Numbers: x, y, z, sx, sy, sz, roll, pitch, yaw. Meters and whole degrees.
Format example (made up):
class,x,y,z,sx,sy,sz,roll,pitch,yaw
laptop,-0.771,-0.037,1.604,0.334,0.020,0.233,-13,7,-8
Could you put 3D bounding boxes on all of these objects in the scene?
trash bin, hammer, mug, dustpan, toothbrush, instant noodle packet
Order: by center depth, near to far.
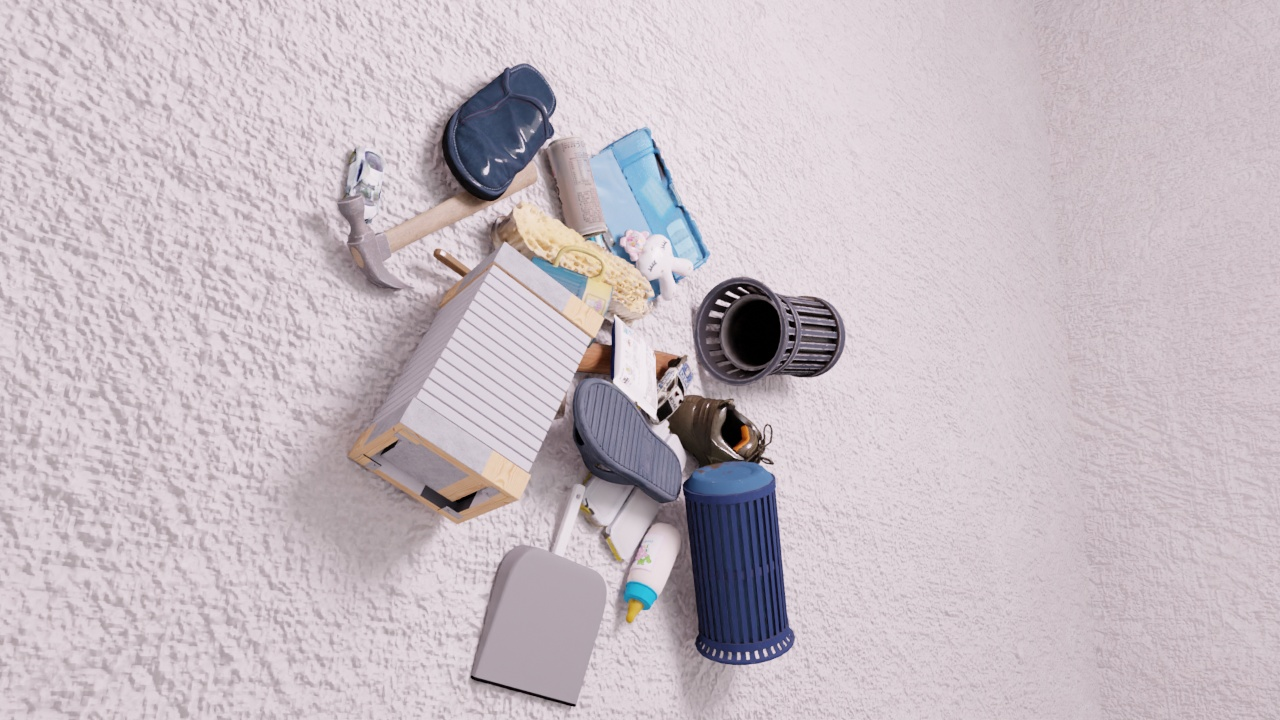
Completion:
class,x,y,z,sx,sy,sz,roll,pitch,yaw
trash bin,-0.175,0.027,1.006,0.142,0.143,0.246,37,53,-20
hammer,-0.227,-0.183,1.109,0.330,0.031,0.119,-44,128,-50
toothbrush,-0.193,-0.091,1.117,0.167,0.016,0.016,38,59,-49
mug,-0.091,-0.086,1.125,0.107,0.083,0.114,22,104,-8
dustpan,-0.106,0.276,1.126,0.163,0.033,0.257,33,68,-38
instant noodle packet,-0.007,0.007,1.226,0.087,0.026,0.134,43,30,-33
hammer,-0.032,0.008,1.272,0.300,0.037,0.157,6,75,-47
trash bin,0.133,0.274,1.274,0.139,0.139,0.249,-17,104,-49
trash bin,0.218,-0.042,1.475,0.227,0.165,0.164,1,79,-51

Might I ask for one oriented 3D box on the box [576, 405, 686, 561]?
class,x,y,z,sx,sy,sz,roll,pitch,yaw
box,-0.007,0.164,1.272,0.129,0.034,0.208,58,44,-24

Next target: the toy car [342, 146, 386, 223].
class,x,y,z,sx,sy,sz,roll,pitch,yaw
toy car,-0.307,-0.198,1.028,0.038,0.027,0.089,21,65,-45

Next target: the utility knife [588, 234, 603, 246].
class,x,y,z,sx,sy,sz,roll,pitch,yaw
utility knife,-0.067,-0.203,1.298,0.022,0.016,0.116,-9,91,-38

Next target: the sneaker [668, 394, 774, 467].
class,x,y,z,sx,sy,sz,roll,pitch,yaw
sneaker,0.158,0.141,1.367,0.238,0.143,0.100,58,44,-21

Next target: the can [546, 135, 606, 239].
class,x,y,z,sx,sy,sz,roll,pitch,yaw
can,-0.088,-0.236,1.260,0.054,0.054,0.135,-16,93,-49

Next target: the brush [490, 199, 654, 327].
class,x,y,z,sx,sy,sz,roll,pitch,yaw
brush,-0.085,-0.124,1.226,0.271,0.057,0.083,28,46,-41

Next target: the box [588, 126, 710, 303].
class,x,y,z,sx,sy,sz,roll,pitch,yaw
box,0.001,-0.216,1.372,0.174,0.034,0.231,-38,109,-38

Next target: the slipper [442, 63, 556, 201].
class,x,y,z,sx,sy,sz,roll,pitch,yaw
slipper,-0.158,-0.310,1.160,0.109,0.084,0.264,46,42,-22

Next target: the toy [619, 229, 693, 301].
class,x,y,z,sx,sy,sz,roll,pitch,yaw
toy,0.022,-0.148,1.343,0.125,0.037,0.075,41,71,-27

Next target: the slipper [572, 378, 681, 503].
class,x,y,z,sx,sy,sz,roll,pitch,yaw
slipper,-0.034,0.116,1.193,0.263,0.083,0.101,46,42,-46

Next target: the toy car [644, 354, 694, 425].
class,x,y,z,sx,sy,sz,roll,pitch,yaw
toy car,0.046,0.041,1.296,0.112,0.041,0.048,-54,140,-27

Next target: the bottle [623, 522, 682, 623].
class,x,y,z,sx,sy,sz,roll,pitch,yaw
bottle,0.011,0.289,1.236,0.051,0.051,0.145,50,48,-27
